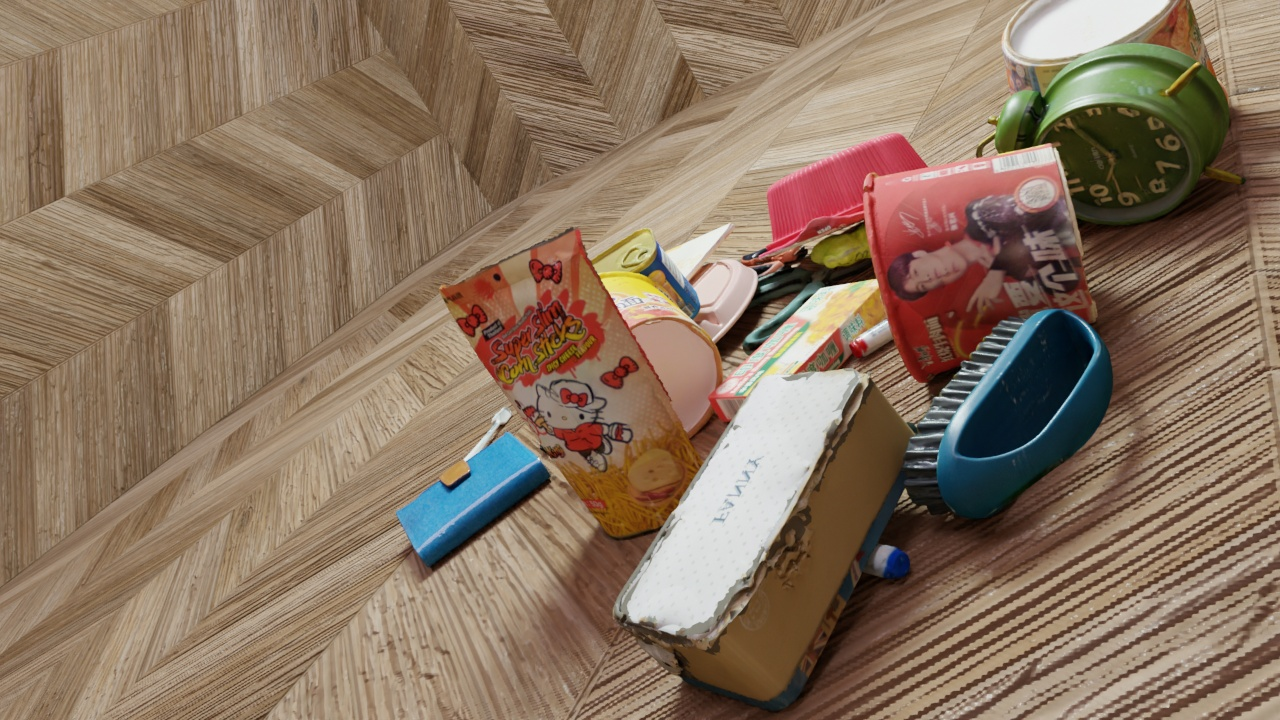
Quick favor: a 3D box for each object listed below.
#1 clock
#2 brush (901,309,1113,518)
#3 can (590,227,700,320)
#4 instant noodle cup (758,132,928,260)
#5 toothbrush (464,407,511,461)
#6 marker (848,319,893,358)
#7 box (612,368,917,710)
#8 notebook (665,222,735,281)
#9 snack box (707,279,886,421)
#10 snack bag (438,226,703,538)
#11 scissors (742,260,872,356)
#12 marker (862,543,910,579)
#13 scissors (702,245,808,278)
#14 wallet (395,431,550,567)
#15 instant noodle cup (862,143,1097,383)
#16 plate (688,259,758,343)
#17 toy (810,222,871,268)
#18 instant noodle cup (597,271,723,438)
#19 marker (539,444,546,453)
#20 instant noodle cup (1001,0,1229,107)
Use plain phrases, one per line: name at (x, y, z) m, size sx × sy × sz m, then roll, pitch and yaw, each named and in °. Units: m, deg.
clock at (0.311, -0.145, 0.628) m, size 0.162 × 0.116 × 0.056 m, roll -6°, pitch 41°, yaw 50°
brush at (0.193, 0.024, 0.461) m, size 0.143 × 0.055 × 0.074 m, roll -42°, pitch 18°, yaw -29°
can at (-0.008, -0.057, 0.832) m, size 0.102 × 0.083 × 0.057 m, roll -31°, pitch 36°, yaw 15°
instant noodle cup at (0.191, -0.158, 0.861) m, size 0.194 × 0.066 × 0.194 m, roll -22°, pitch 4°, yaw 1°
toothbrush at (-0.176, 0.099, 0.959) m, size 0.016 × 0.016 × 0.179 m, roll -32°, pitch 15°, yaw 29°
marker at (0.218, -0.045, 0.674) m, size 0.145 × 0.017 × 0.017 m, roll -32°, pitch 17°, yaw 0°
box at (0.070, 0.078, 0.466) m, size 0.183 × 0.063 × 0.090 m, roll -51°, pitch 24°, yaw -25°
notebook at (0.003, -0.069, 0.988) m, size 0.146 × 0.010 × 0.205 m, roll -16°, pitch 28°, yaw 52°
snack box at (0.129, -0.009, 0.710) m, size 0.155 × 0.027 × 0.077 m, roll -42°, pitch 18°, yaw -28°
snack bag at (-0.040, 0.019, 0.619) m, size 0.129 × 0.208 × 0.073 m, roll -17°, pitch 24°, yaw 36°
scissors at (0.126, -0.052, 0.851) m, size 0.174 × 0.019 × 0.170 m, roll -45°, pitch 20°, yaw -32°
marker at (0.087, 0.099, 0.502) m, size 0.016 × 0.017 × 0.146 m, roll -41°, pitch 19°, yaw -26°
scissors at (0.118, -0.113, 1.036) m, size 0.183 × 0.015 × 0.208 m, roll -27°, pitch 18°, yaw 21°
wallet at (-0.152, 0.121, 0.826) m, size 0.133 × 0.040 × 0.106 m, roll -36°, pitch 22°, yaw -14°
instant noodle cup at (0.208, -0.063, 0.559) m, size 0.109 × 0.138 × 0.137 m, roll -14°, pitch 24°, yaw 25°
plate at (0.016, -0.030, 0.926) m, size 0.230 × 0.028 × 0.229 m, roll -34°, pitch 17°, yaw 12°
toy at (0.204, -0.107, 0.809) m, size 0.100 × 0.031 × 0.096 m, roll -23°, pitch 18°, yaw -6°
instant noodle cup at (-0.004, 0.004, 0.741) m, size 0.138 × 0.138 × 0.110 m, roll -35°, pitch 25°, yaw -10°
marker at (-0.091, 0.058, 0.921) m, size 0.022 × 0.020 × 0.132 m, roll -59°, pitch 14°, yaw 13°
instant noodle cup at (0.349, -0.218, 0.693) m, size 0.152 × 0.111 × 0.151 m, roll -23°, pitch 38°, yaw 19°
